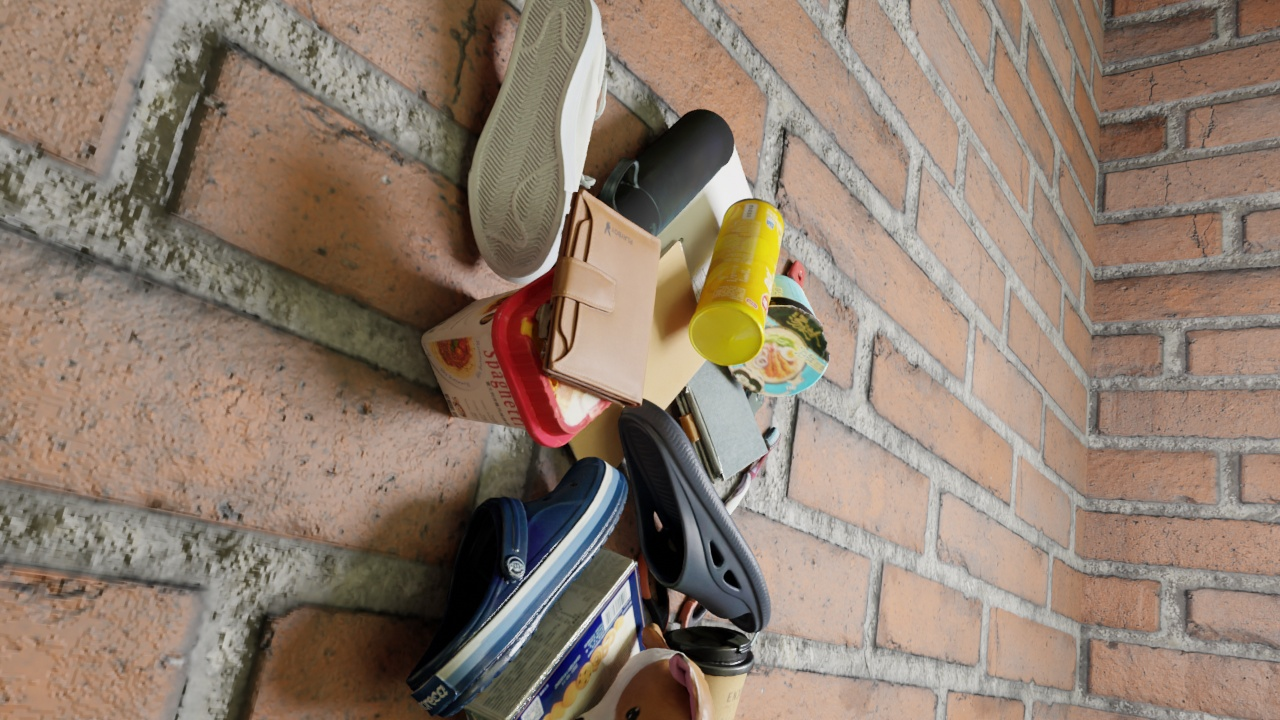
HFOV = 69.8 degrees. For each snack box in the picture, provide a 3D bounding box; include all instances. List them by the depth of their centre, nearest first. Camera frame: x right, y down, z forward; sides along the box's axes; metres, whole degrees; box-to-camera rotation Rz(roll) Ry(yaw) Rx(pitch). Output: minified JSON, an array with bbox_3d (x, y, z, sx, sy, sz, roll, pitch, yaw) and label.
[{"bbox_3d":[-0.056,0.280,0.757,0.177,0.046,0.183,-44,139,-44],"label":"snack box"}]

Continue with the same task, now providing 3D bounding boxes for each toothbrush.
[{"bbox_3d":[0.122,0.135,1.058,0.187,0.016,0.017,-46,116,-43],"label":"toothbrush"}]

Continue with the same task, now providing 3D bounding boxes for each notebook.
[{"bbox_3d":[-0.005,0.005,0.857,0.207,0.008,0.148,-49,137,-31],"label":"notebook"},{"bbox_3d":[0.078,-0.135,1.015,0.208,0.012,0.150,-54,130,-38],"label":"notebook"}]

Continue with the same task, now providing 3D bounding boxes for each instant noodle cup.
[{"bbox_3d":[-0.090,-0.004,0.698,0.116,0.124,0.116,-42,119,-46],"label":"instant noodle cup"},{"bbox_3d":[0.147,-0.037,1.014,0.120,0.111,0.111,-83,152,-60],"label":"instant noodle cup"}]

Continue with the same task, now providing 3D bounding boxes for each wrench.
[{"bbox_3d":[0.161,-0.011,1.115,0.056,0.016,0.272,45,54,-41],"label":"wrench"}]

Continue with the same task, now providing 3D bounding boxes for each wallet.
[{"bbox_3d":[-0.026,-0.042,0.656,0.107,0.031,0.131,26,66,-50],"label":"wallet"},{"bbox_3d":[0.078,0.058,0.983,0.106,0.037,0.129,-23,93,-48],"label":"wallet"}]

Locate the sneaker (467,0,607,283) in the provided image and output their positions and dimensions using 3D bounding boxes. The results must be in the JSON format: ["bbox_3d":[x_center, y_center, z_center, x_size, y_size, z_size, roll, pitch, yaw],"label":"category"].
[{"bbox_3d":[-0.080,-0.181,0.763,0.090,0.089,0.242,20,81,-81],"label":"sneaker"}]

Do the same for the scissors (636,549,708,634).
[{"bbox_3d":[0.035,0.270,0.939,0.188,0.015,0.223,-10,97,-52],"label":"scissors"}]

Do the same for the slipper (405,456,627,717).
[{"bbox_3d":[-0.103,0.157,0.706,0.095,0.105,0.252,46,40,-5],"label":"slipper"}]

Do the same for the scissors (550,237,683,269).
[{"bbox_3d":[-0.018,-0.050,0.876,0.221,0.022,0.231,39,61,-44],"label":"scissors"}]

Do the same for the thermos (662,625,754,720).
[{"bbox_3d":[0.057,0.329,0.889,0.093,0.093,0.143,2,98,-52],"label":"thermos"}]

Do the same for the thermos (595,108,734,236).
[{"bbox_3d":[0.020,-0.175,0.865,0.241,0.068,0.090,-53,161,-49],"label":"thermos"}]

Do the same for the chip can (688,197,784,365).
[{"bbox_3d":[0.101,-0.086,0.932,0.072,0.072,0.212,61,29,-30],"label":"chip can"}]

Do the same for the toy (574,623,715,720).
[{"bbox_3d":[0.001,0.318,0.725,0.130,0.140,0.199,16,86,-19],"label":"toy"}]

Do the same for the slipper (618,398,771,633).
[{"bbox_3d":[0.032,0.161,0.860,0.083,0.111,0.268,-35,114,-21],"label":"slipper"}]

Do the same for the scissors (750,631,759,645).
[{"bbox_3d":[0.096,0.340,0.978,0.135,0.017,0.133,-60,172,5],"label":"scissors"}]
